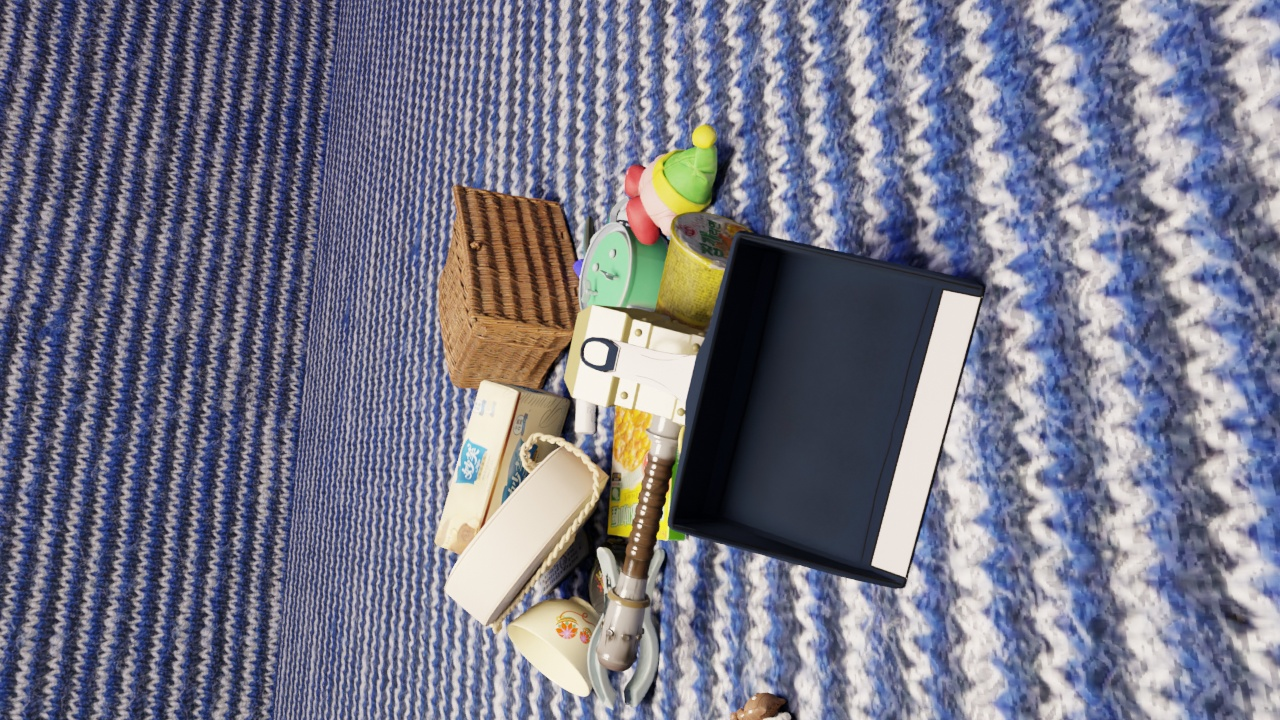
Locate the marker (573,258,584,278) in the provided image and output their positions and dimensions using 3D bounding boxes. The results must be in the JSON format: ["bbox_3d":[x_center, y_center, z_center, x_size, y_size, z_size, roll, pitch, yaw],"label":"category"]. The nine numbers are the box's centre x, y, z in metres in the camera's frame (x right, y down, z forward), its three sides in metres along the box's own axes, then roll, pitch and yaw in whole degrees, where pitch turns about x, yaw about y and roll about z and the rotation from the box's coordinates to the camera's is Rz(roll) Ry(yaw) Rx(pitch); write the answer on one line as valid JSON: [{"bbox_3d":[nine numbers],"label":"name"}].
[{"bbox_3d":[-0.056,-0.086,1.163,0.020,0.020,0.141,-65,34,26],"label":"marker"}]

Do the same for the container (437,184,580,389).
[{"bbox_3d":[-0.190,-0.083,1.262,0.184,0.162,0.249,-57,37,42],"label":"container"}]

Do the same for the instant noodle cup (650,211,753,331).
[{"bbox_3d":[0.061,-0.075,0.895,0.102,0.102,0.108,-115,35,-44],"label":"instant noodle cup"}]

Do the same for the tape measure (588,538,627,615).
[{"bbox_3d":[-0.027,0.244,1.006,0.071,0.042,0.072,44,115,54],"label":"tape measure"}]

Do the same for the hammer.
[{"bbox_3d":[0.010,0.126,0.838,0.190,0.100,0.325,15,97,23],"label":"hammer"}]

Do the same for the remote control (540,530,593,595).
[{"bbox_3d":[-0.094,0.253,1.145,0.137,0.013,0.033,-48,44,43],"label":"remote control"}]

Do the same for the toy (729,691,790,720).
[{"bbox_3d":[0.095,0.322,0.777,0.055,0.041,0.102,49,119,26],"label":"toy"}]

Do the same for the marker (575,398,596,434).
[{"bbox_3d":[-0.066,0.028,1.146,0.025,0.025,0.125,-17,68,57],"label":"marker"}]

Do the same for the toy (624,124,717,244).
[{"bbox_3d":[0.039,-0.183,0.963,0.132,0.097,0.124,-16,56,29],"label":"toy"}]

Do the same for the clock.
[{"bbox_3d":[-0.023,-0.112,1.057,0.122,0.075,0.161,-31,56,53],"label":"clock"}]

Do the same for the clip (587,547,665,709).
[{"bbox_3d":[-0.001,0.275,0.953,0.028,0.108,0.163,-4,83,59],"label":"clip"}]

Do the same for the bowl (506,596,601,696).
[{"bbox_3d":[-0.083,0.311,1.040,0.073,0.118,0.118,-47,14,-31],"label":"bowl"}]

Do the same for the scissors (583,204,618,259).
[{"bbox_3d":[-0.055,-0.132,1.159,0.122,0.019,0.149,-50,42,21],"label":"scissors"}]

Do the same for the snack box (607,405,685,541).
[{"bbox_3d":[0.009,0.107,0.993,0.132,0.027,0.168,-13,72,59],"label":"snack box"}]

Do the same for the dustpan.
[{"bbox_3d":[0.086,0.025,0.699,0.273,0.080,0.236,16,98,28],"label":"dustpan"}]

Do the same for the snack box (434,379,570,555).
[{"bbox_3d":[-0.168,0.135,1.147,0.055,0.153,0.207,16,90,21],"label":"snack box"}]

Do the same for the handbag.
[{"bbox_3d":[-0.130,0.190,1.025,0.210,0.103,0.209,-48,-7,-23],"label":"handbag"}]
